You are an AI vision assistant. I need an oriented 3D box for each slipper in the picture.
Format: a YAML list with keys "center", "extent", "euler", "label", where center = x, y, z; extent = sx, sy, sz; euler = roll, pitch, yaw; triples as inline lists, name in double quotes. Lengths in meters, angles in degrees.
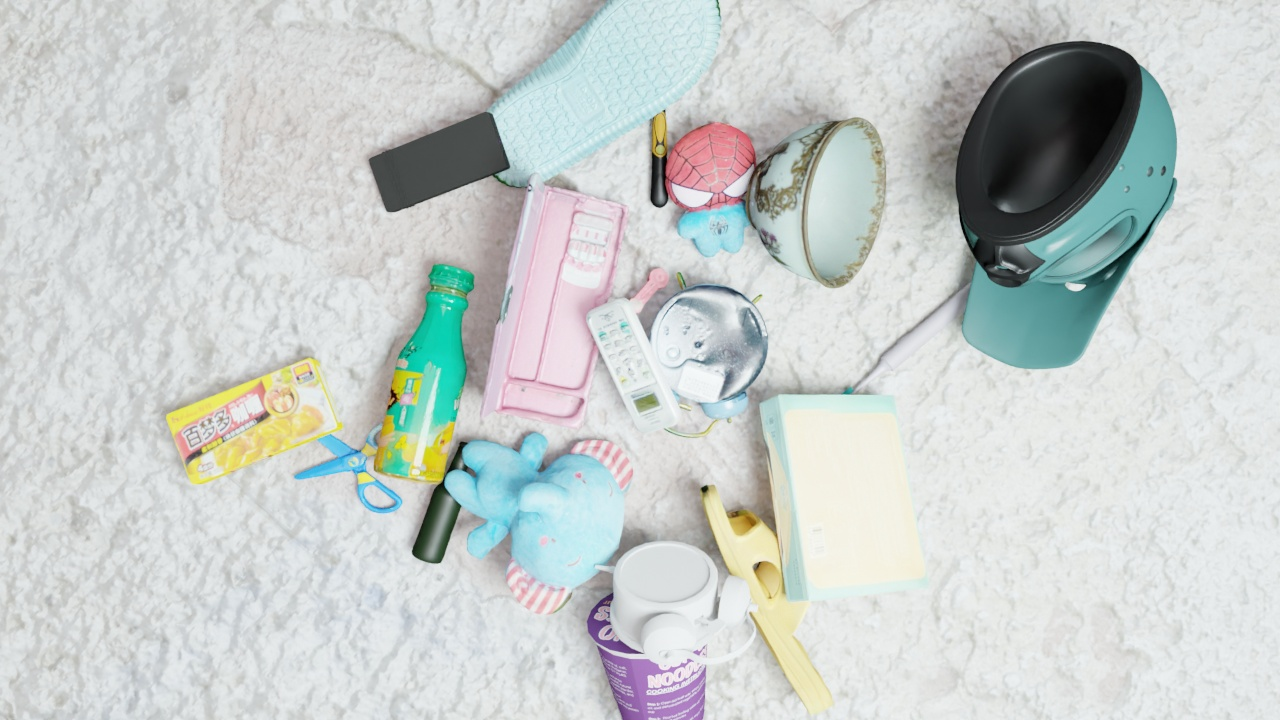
- center: [-0.040, -0.268, 0.893]
  extent: [0.276, 0.069, 0.116]
  euler: [-33, 95, 14]
  label: "slipper"
- center: [0.139, 0.228, 0.917]
  extent: [0.078, 0.099, 0.263]
  euler: [-28, 99, -4]
  label: "slipper"

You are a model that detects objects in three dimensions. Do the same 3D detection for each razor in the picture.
- center: [0.019, -0.226, 0.922]
  extent: [0.044, 0.021, 0.144]
  euler: [0, 95, -4]
  label: "razor"

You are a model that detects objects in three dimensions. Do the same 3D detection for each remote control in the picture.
- center: [-0.005, 0.005, 0.882]
  extent: [0.050, 0.022, 0.133]
  euler: [-21, 98, 30]
  label: "remote control"
- center: [-0.196, -0.192, 0.893]
  extent: [0.133, 0.013, 0.058]
  euler: [-17, 95, 13]
  label: "remote control"

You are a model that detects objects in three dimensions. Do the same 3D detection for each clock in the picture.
- center: [0.036, 0.227, 0.840]
  extent: [0.119, 0.159, 0.061]
  euler: [-20, 123, -32]
  label: "clock"
- center: [0.061, -0.001, 0.916]
  extent: [0.118, 0.060, 0.162]
  euler: [17, 93, -4]
  label: "clock"

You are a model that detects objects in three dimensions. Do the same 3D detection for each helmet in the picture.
- center: [0.391, -0.145, 0.863]
  extent: [0.177, 0.200, 0.274]
  euler: [17, 74, 38]
  label: "helmet"

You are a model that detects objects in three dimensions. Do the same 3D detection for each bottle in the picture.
- center: [-0.204, 0.012, 0.894]
  extent: [0.068, 0.068, 0.209]
  euler: [12, 85, -5]
  label: "bottle"
- center: [-0.194, 0.141, 0.920]
  extent: [0.033, 0.033, 0.123]
  euler: [20, 91, -5]
  label: "bottle"

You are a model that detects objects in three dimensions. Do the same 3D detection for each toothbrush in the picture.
- center: [0.280, -0.018, 0.951]
  extent: [0.188, 0.018, 0.019]
  euler: [-40, 93, -1]
  label: "toothbrush"

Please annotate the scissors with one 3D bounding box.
- center: [-0.281, 0.097, 0.921]
  extent: [0.125, 0.016, 0.123]
  euler: [38, 86, -5]
  label: "scissors"

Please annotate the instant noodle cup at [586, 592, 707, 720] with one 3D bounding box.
- center: [0.019, 0.301, 0.912]
  extent: [0.122, 0.136, 0.122]
  euler: [-1, 109, 21]
  label: "instant noodle cup"

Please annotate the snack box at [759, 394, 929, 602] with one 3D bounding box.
- center: [0.197, 0.130, 0.890]
  extent: [0.141, 0.044, 0.193]
  euler: [1, 73, -25]
  label: "snack box"

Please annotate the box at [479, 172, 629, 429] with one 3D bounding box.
- center: [-0.080, -0.051, 0.876]
  extent: [0.106, 0.115, 0.232]
  euler: [14, 92, -5]
  label: "box"

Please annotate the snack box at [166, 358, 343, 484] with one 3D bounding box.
- center: [-0.378, 0.060, 0.902]
  extent: [0.152, 0.025, 0.075]
  euler: [-22, 87, -2]
  label: "snack box"

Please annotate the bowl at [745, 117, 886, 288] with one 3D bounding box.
- center: [0.160, -0.156, 0.887]
  extent: [0.094, 0.159, 0.160]
  euler: [16, 92, 36]
  label: "bowl"

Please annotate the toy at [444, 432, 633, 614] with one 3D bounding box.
- center: [-0.098, 0.137, 0.888]
  extent: [0.180, 0.115, 0.183]
  euler: [31, 72, -5]
  label: "toy"

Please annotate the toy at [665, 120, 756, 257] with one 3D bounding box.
- center: [0.072, -0.168, 0.909]
  extent: [0.092, 0.062, 0.133]
  euler: [-9, 105, 1]
  label: "toy"

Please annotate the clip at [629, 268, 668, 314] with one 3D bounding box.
- center: [0.004, -0.066, 0.931]
  extent: [0.023, 0.045, 0.059]
  euler: [42, 57, -8]
  label: "clip"
